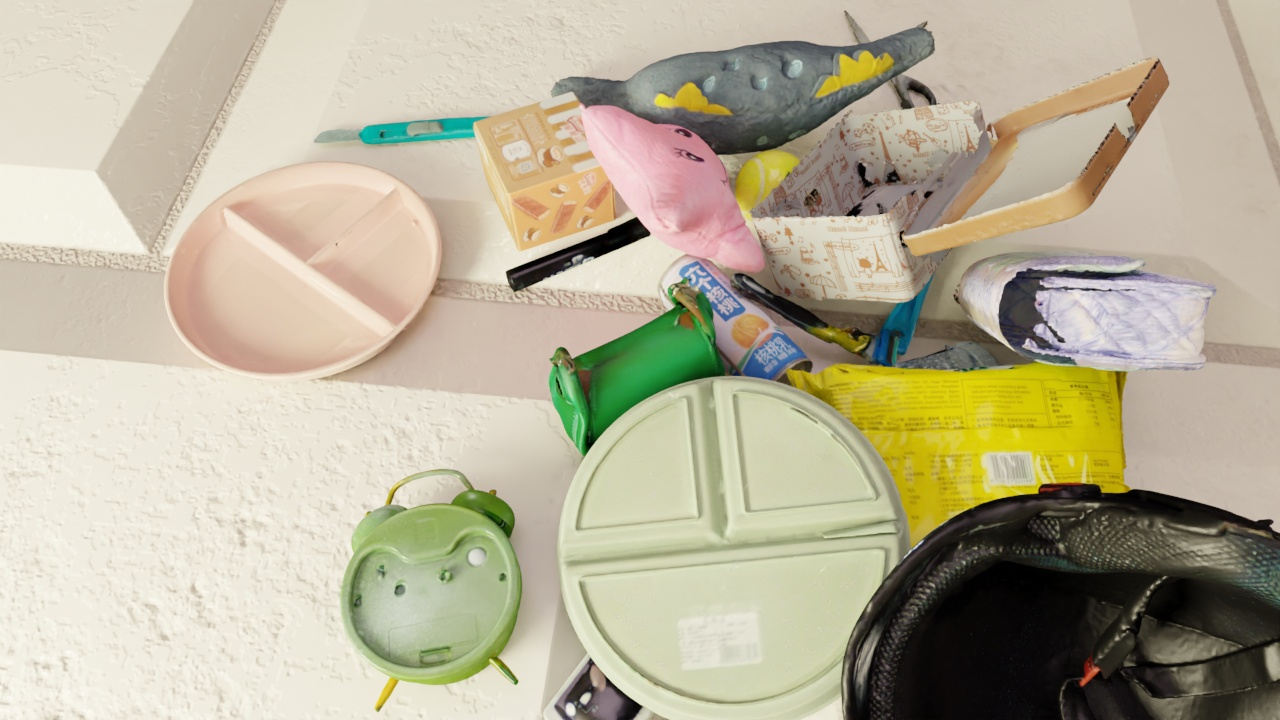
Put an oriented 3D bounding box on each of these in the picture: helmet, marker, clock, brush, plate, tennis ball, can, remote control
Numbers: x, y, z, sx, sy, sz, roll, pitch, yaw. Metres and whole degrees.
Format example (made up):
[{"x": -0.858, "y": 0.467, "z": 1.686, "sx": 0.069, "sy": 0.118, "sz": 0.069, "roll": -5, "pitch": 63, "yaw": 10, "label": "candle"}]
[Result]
[{"x": 0.242, "y": 0.185, "z": 0.490, "sx": 0.275, "sy": 0.230, "sz": 0.233, "roll": 14, "pitch": 84, "yaw": 10, "label": "helmet"}, {"x": -0.053, "y": -0.093, "z": 0.790, "sx": 0.132, "sy": 0.020, "sz": 0.022, "roll": -24, "pitch": 63, "yaw": -14, "label": "marker"}, {"x": -0.138, "y": 0.145, "z": 0.621, "sx": 0.116, "sy": 0.056, "sz": 0.161, "roll": -9, "pitch": 58, "yaw": -5, "label": "clock"}, {"x": 0.260, "y": -0.105, "z": 0.786, "sx": 0.083, "sy": 0.046, "sz": 0.254, "roll": 27, "pitch": 66, "yaw": 13, "label": "brush"}, {"x": -0.283, "y": -0.078, "z": 0.780, "sx": 0.229, "sy": 0.028, "sz": 0.229, "roll": 0, "pitch": 58, "yaw": 0, "label": "plate"}, {"x": 0.115, "y": -0.149, "z": 0.795, "sx": 0.065, "sy": 0.066, "sz": 0.065, "roll": 0, "pitch": 58, "yaw": 1, "label": "tennis ball"}, {"x": 0.055, "y": 0.116, "z": 0.589, "sx": 0.230, "sy": 0.027, "sz": 0.230, "roll": -4, "pitch": 71, "yaw": 11, "label": "plate"}, {"x": 0.072, "y": -0.026, "z": 0.726, "sx": 0.053, "sy": 0.053, "sz": 0.134, "roll": -33, "pitch": 63, "yaw": -18, "label": "can"}, {"x": 0.001, "y": 0.194, "z": 0.609, "sx": 0.058, "sy": 0.021, "sz": 0.149, "roll": 32, "pitch": 63, "yaw": 19, "label": "remote control"}]

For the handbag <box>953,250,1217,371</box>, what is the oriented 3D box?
[{"x": 0.307, "y": -0.041, "z": 0.653, "sx": 0.134, "sy": 0.193, "sz": 0.075, "roll": 4, "pitch": 98, "yaw": 10, "label": "handbag"}]

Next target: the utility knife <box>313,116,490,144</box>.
[{"x": -0.214, "y": -0.219, "z": 0.875, "sx": 0.193, "sy": 0.013, "sz": 0.029, "roll": -5, "pitch": 58, "yaw": -2, "label": "utility knife"}]

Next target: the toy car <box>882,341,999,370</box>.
[{"x": 0.232, "y": 0.015, "z": 0.711, "sx": 0.105, "sy": 0.031, "sz": 0.049, "roll": -16, "pitch": 61, "yaw": -10, "label": "toy car"}]

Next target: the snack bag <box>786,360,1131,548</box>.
[{"x": 0.231, "y": 0.075, "z": 0.636, "sx": 0.246, "sy": 0.068, "sz": 0.157, "roll": -2, "pitch": 71, "yaw": -1, "label": "snack bag"}]

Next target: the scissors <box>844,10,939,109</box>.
[{"x": 0.241, "y": -0.297, "z": 0.916, "sx": 0.159, "sy": 0.014, "sz": 0.176, "roll": 39, "pitch": 66, "yaw": 22, "label": "scissors"}]

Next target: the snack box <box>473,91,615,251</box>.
[{"x": -0.082, "y": -0.164, "z": 0.801, "sx": 0.094, "sy": 0.077, "sz": 0.092, "roll": -20, "pitch": 60, "yaw": -11, "label": "snack box"}]

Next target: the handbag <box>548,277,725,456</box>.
[{"x": -0.004, "y": 0.004, "z": 0.669, "sx": 0.131, "sy": 0.120, "sz": 0.068, "roll": -26, "pitch": 62, "yaw": -10, "label": "handbag"}]

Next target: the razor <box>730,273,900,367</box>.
[{"x": 0.133, "y": -0.031, "z": 0.715, "sx": 0.143, "sy": 0.022, "sz": 0.042, "roll": 25, "pitch": 40, "yaw": -1, "label": "razor"}]

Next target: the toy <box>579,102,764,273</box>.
[{"x": 0.021, "y": -0.142, "z": 0.726, "sx": 0.178, "sy": 0.075, "sz": 0.194, "roll": 32, "pitch": 24, "yaw": -24, "label": "toy"}]

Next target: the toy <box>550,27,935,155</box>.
[{"x": 0.077, "y": -0.239, "z": 0.819, "sx": 0.357, "sy": 0.091, "sz": 0.137, "roll": -1, "pitch": 40, "yaw": 18, "label": "toy"}]

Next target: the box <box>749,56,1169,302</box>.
[{"x": 0.232, "y": -0.128, "z": 0.682, "sx": 0.263, "sy": 0.088, "sz": 0.177, "roll": 5, "pitch": 42, "yaw": 46, "label": "box"}]
